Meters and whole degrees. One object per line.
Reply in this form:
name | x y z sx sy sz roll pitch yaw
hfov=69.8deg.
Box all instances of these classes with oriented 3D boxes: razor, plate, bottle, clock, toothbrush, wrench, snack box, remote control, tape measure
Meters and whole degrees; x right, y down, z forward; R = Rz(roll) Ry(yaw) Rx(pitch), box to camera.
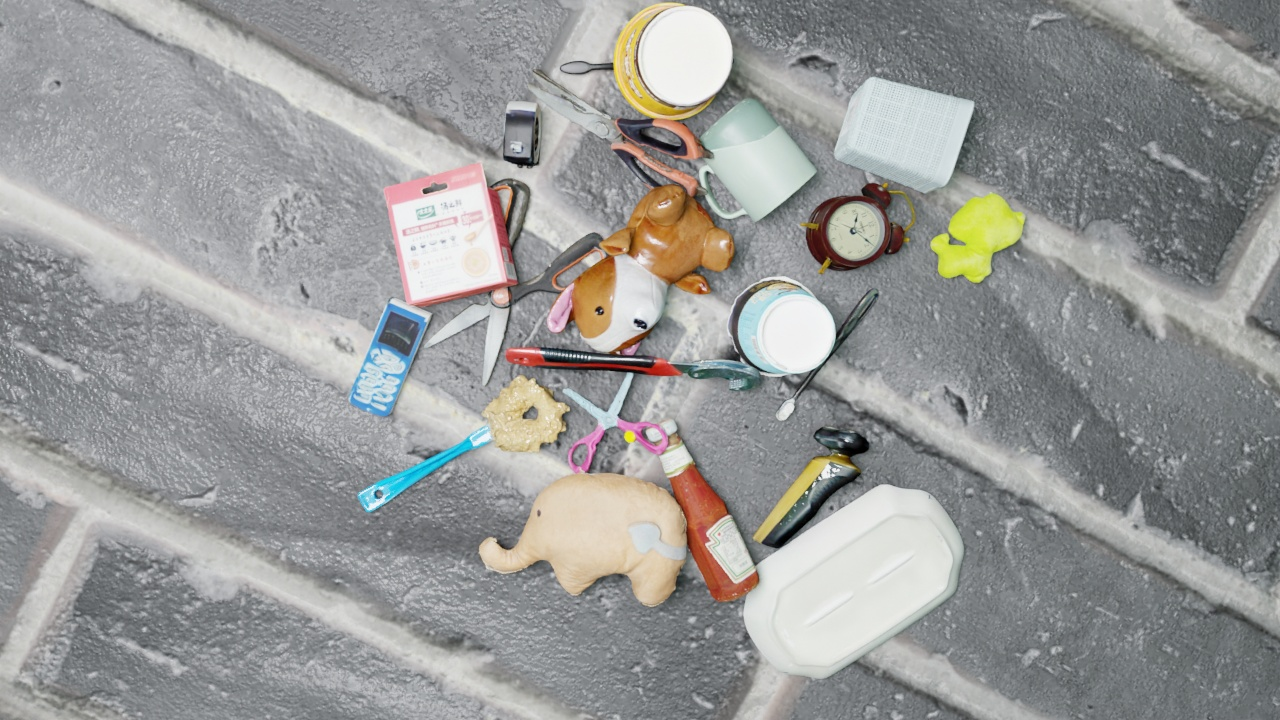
razor | 0.185 0.141 1.017 0.067 0.062 0.167 43 99 25
plate | 0.243 0.254 1.033 0.266 0.034 0.162 -33 95 1
bottle | 0.064 0.162 1.008 0.060 0.060 0.206 -26 89 0
clock | 0.236 -0.143 0.987 0.122 0.055 0.082 -22 95 -2
toothbrush | 0.208 -0.006 1.019 0.015 0.018 0.181 37 92 -2
wrench | -0.006 0.006 0.969 0.273 0.056 0.016 6 64 -6
snack box | -0.200 -0.130 0.967 0.113 0.044 0.127 -12 90 10
remote control | -0.273 -0.003 0.998 0.049 0.024 0.125 24 95 -4
tape measure | -0.124 -0.238 0.962 0.033 0.065 0.066 4 96 -1
toothbrush | 0.007 -0.318 0.988 0.189 0.016 0.014 -4 104 -4

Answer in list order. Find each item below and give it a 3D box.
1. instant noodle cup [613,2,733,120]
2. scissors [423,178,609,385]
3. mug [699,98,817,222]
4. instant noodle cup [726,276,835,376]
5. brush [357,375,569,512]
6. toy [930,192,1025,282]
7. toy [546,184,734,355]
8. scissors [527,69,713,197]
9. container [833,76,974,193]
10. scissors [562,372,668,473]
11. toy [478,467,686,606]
instant noodle cup | 0.037 -0.303 0.928 0.118 0.114 0.118 -2 106 -7
scissors | -0.135 -0.087 0.997 0.227 0.021 0.221 -6 95 -2
mug | 0.110 -0.205 0.971 0.112 0.082 0.106 -38 96 31
instant noodle cup | 0.154 -0.032 0.961 0.111 0.120 0.111 0 95 -2
brush | -0.196 0.098 1.006 0.255 0.046 0.083 -28 94 5
toy | 0.368 -0.136 1.004 0.097 0.031 0.100 9 95 -1
toy | 0.002 -0.082 0.955 0.140 0.130 0.200 37 107 -29
scissors | -0.021 -0.247 0.963 0.205 0.199 0.015 58 48 -28
container | 0.272 -0.238 0.964 0.111 0.090 0.090 17 94 -1
scissors | -0.034 0.072 1.003 0.133 0.017 0.135 33 100 14
toy | -0.061 0.187 0.994 0.226 0.082 0.143 4 89 13
